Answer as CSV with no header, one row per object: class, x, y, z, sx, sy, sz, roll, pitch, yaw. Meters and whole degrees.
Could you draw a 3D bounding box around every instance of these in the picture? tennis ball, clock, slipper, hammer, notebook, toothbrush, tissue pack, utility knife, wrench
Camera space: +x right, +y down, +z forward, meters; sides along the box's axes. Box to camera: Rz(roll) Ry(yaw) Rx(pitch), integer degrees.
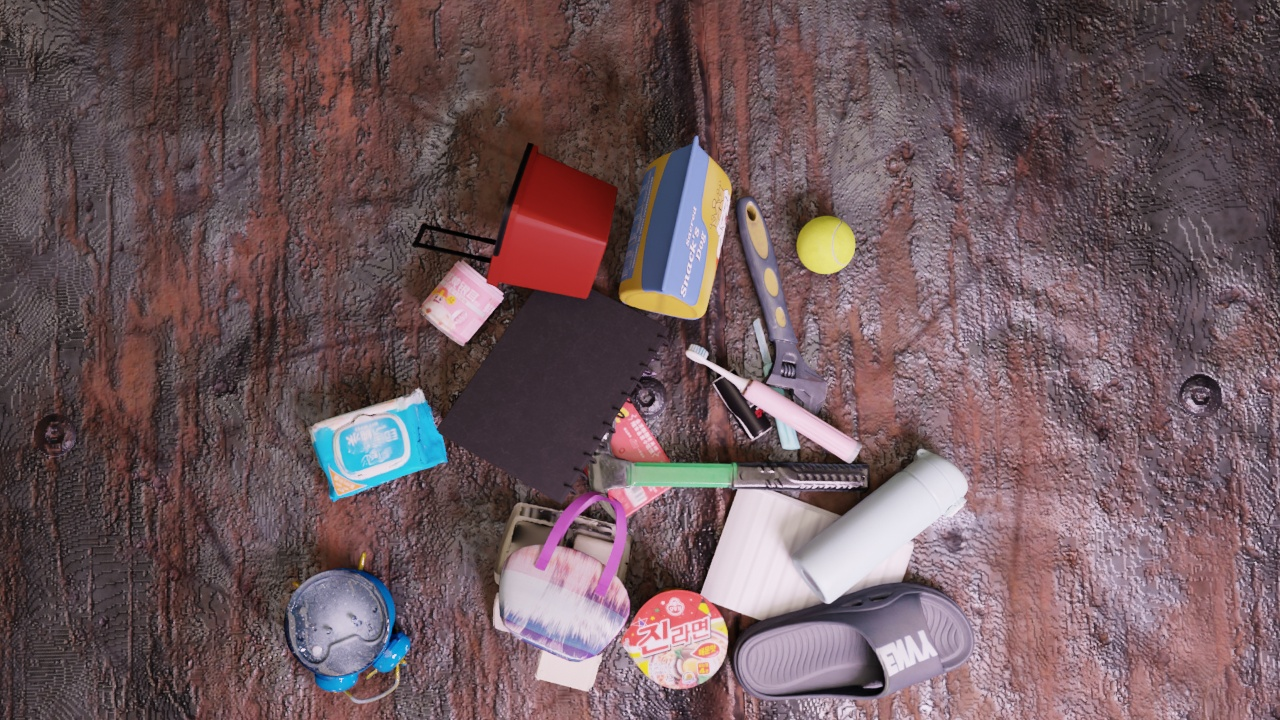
tennis ball,0.211,-0.131,1.044,0.065,0.065,0.065,0,86,1
clock,-0.326,0.306,1.027,0.117,0.060,0.161,-21,88,-2
slipper,0.233,0.313,0.999,0.268,0.083,0.110,-11,85,2
hammer,0.100,0.130,1.031,0.318,0.032,0.130,1,82,-5
notebook,-0.090,0.023,1.017,0.169,0.019,0.231,28,70,12
toothbrush,0.147,0.046,1.025,0.222,0.027,0.026,32,60,0
tissue pack,-0.298,0.094,1.037,0.144,0.062,0.093,-19,86,-1
utility knife,0.155,0.027,1.060,0.022,0.015,0.158,-13,85,-23
notebook,0.190,0.239,1.049,0.210,0.009,0.142,20,87,2
wrench,0.156,-0.059,1.057,0.073,0.022,0.273,-12,84,-15

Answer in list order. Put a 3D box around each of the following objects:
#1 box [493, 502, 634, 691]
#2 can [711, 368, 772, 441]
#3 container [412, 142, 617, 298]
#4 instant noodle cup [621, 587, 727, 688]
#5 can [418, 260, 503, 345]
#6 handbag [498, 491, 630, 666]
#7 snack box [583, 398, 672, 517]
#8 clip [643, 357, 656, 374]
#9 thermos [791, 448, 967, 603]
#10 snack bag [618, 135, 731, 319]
box,-0.095,0.262,1.023,0.145,0.101,0.186,15,66,3
can,0.116,0.051,1.050,0.031,0.031,0.080,-33,87,-2
container,-0.138,-0.156,1.004,0.201,0.127,0.147,16,43,-8
instant noodle cup,0.041,0.290,0.995,0.100,0.112,0.100,0,86,1
can,-0.203,-0.066,1.044,0.067,0.067,0.076,39,88,3
handbag,-0.066,0.218,0.956,0.144,0.068,0.169,22,68,6
snack box,-0.025,0.106,1.053,0.089,0.021,0.133,-33,86,-2
clip,-0.007,0.008,1.065,0.052,0.013,0.036,-3,85,3
thermos,0.266,0.181,1.013,0.206,0.065,0.078,-35,66,-9
snack bag,0.038,-0.134,0.976,0.102,0.205,0.159,12,86,1
